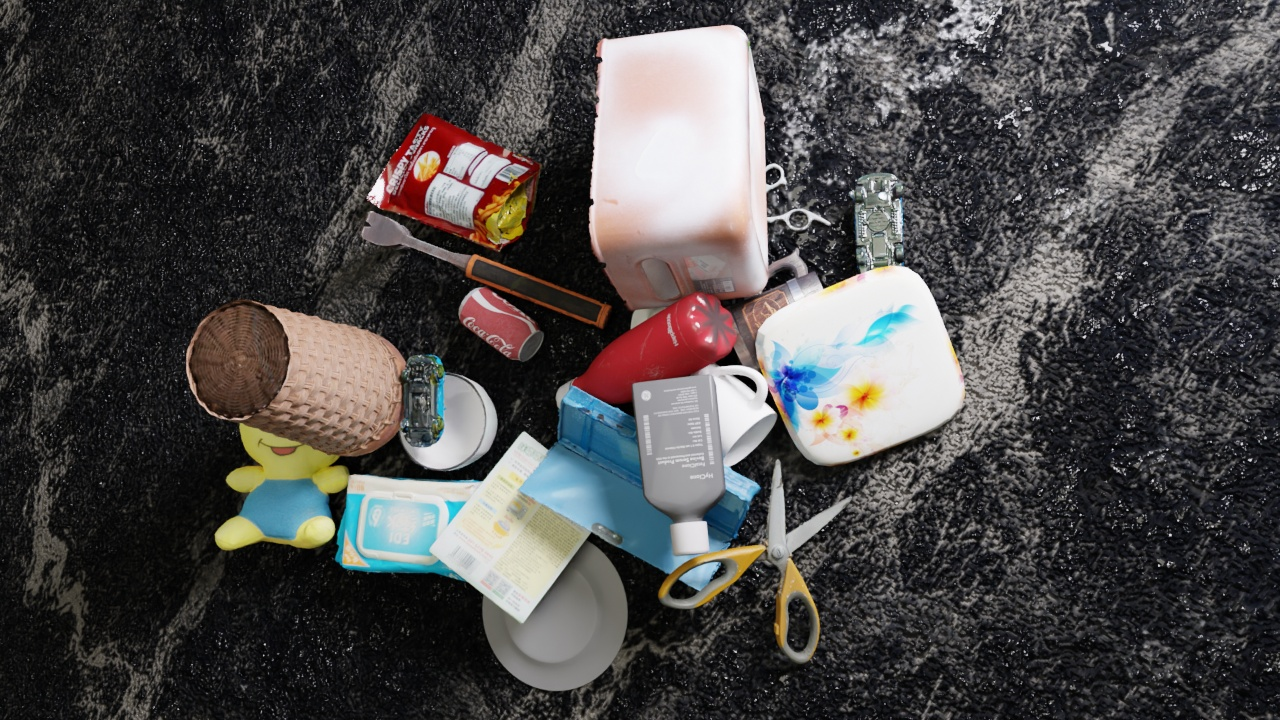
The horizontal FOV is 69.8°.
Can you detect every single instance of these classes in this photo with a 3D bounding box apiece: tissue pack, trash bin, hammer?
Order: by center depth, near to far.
[{"bbox_3d":[0.048,-0.201,0.960,0.157,0.181,0.259,-5,66,14],"label":"trash bin"},{"bbox_3d":[-0.363,0.023,0.987,0.151,0.210,0.151,-2,81,14],"label":"trash bin"},{"bbox_3d":[-0.183,-0.106,1.079,0.314,0.137,0.035,21,91,10],"label":"hammer"},{"bbox_3d":[-0.270,0.196,1.087,0.210,0.066,0.117,1,82,19],"label":"tissue pack"}]

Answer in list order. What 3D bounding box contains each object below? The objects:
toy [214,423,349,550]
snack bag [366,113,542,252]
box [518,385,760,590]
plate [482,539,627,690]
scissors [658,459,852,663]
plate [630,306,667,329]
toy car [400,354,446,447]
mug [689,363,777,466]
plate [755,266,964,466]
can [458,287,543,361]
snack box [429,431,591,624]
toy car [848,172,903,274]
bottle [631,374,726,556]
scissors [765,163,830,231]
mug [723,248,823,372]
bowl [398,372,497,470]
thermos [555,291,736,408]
[{"bbox_3d":[-0.433,0.125,1.133,0.149,0.084,0.214,2,83,-4],"label":"toy"},{"bbox_3d":[-0.230,-0.222,1.129,0.208,0.066,0.139,25,85,20],"label":"snack bag"},{"bbox_3d":[-0.006,0.136,0.969,0.231,0.094,0.111,28,52,11],"label":"box"},{"bbox_3d":[-0.102,0.286,1.050,0.179,0.012,0.178,-2,82,16],"label":"plate"},{"bbox_3d":[0.122,0.213,0.937,0.229,0.016,0.225,-8,101,-11],"label":"scissors"},{"bbox_3d":[0.036,-0.041,1.044,0.104,0.026,0.104,-2,83,16],"label":"plate"},{"bbox_3d":[-0.245,0.046,1.043,0.048,0.032,0.105,-1,88,16],"label":"toy car"},{"bbox_3d":[0.093,0.045,0.977,0.087,0.080,0.114,46,135,23],"label":"mug"},{"bbox_3d":[0.227,0.011,0.940,0.187,0.016,0.187,-23,103,10],"label":"plate"},{"bbox_3d":[-0.165,-0.042,1.090,0.096,0.054,0.054,35,93,18],"label":"can"},{"bbox_3d":[-0.131,0.186,1.026,0.132,0.027,0.167,37,78,3],"label":"snack box"},{"bbox_3d":[0.253,-0.140,0.982,0.056,0.043,0.120,-2,84,16],"label":"toy car"},{"bbox_3d":[0.042,0.106,0.916,0.084,0.046,0.173,-7,76,7],"label":"bottle"},{"bbox_3d":[0.126,-0.154,1.037,0.147,0.014,0.141,40,92,17],"label":"scissors"},{"bbox_3d":[0.146,-0.055,0.990,0.107,0.080,0.115,-24,62,11],"label":"mug"},{"bbox_3d":[-0.220,0.074,1.085,0.116,0.065,0.116,-2,83,16],"label":"bowl"},{"bbox_3d":[-0.006,0.006,0.992,0.241,0.073,0.073,-29,74,38],"label":"thermos"}]
